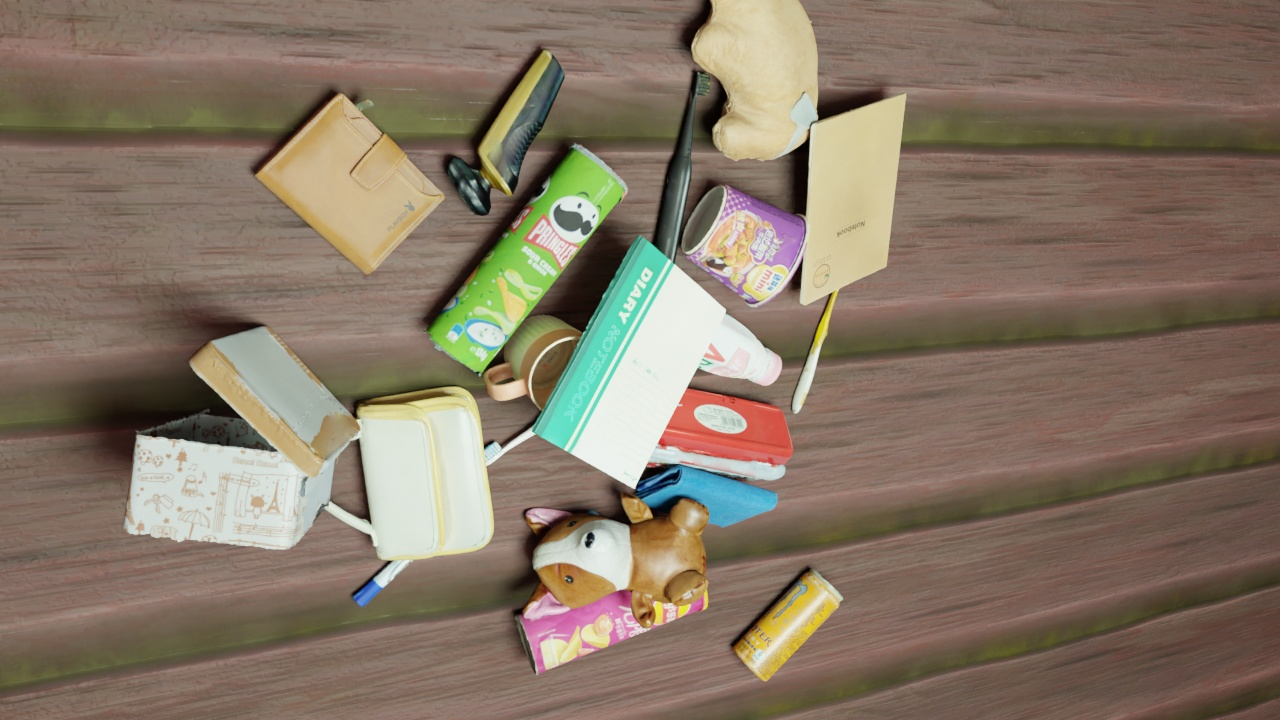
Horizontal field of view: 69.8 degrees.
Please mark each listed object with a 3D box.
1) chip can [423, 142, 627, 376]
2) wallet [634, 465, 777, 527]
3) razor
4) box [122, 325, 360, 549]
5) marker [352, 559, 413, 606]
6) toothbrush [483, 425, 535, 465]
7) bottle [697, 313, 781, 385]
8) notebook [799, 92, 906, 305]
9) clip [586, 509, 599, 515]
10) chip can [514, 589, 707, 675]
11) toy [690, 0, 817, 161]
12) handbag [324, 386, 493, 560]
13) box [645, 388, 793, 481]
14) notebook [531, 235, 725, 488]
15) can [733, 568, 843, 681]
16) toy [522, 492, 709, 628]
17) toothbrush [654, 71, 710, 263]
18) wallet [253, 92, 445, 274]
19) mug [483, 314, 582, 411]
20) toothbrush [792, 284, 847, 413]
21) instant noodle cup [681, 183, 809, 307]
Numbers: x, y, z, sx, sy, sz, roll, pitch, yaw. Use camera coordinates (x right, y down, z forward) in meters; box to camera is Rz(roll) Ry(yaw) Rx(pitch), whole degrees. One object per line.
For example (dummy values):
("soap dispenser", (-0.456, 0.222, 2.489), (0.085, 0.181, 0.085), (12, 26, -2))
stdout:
("chip can", (-0.110, -0.096, 0.889), (0.072, 0.072, 0.236), (39, 89, -28))
("wallet", (0.071, 0.155, 1.037), (0.133, 0.107, 0.040), (19, 61, -26))
("razor", (-0.124, -0.217, 0.862), (0.067, 0.062, 0.167), (30, 87, 3))
("box", (-0.319, 0.053, 0.770), (0.150, 0.182, 0.168), (6, 92, -9))
("marker", (-0.239, 0.200, 0.956), (0.145, 0.017, 0.017), (-43, 118, -6))
("toothbrush", (-0.073, 0.048, 0.977), (0.220, 0.027, 0.026), (-32, 96, -11))
("bottle", (0.072, -0.024, 0.996), (0.196, 0.068, 0.068), (25, 95, -30))
("notebook", (0.232, -0.175, 1.005), (0.147, 0.008, 0.208), (-25, 129, -30))
("clip", (-0.041, 0.190, 1.042), (0.056, 0.028, 0.024), (30, 90, -19))
("chip can", (-0.032, 0.285, 1.042), (0.210, 0.071, 0.071), (-16, 112, -18))
("toy", (0.114, -0.314, 0.915), (0.143, 0.083, 0.226), (-29, 113, -31))
("handbag", (-0.239, 0.118, 0.900), (0.178, 0.063, 0.163), (-8, 102, -15))
("box", (0.064, 0.097, 1.035), (0.201, 0.095, 0.100), (12, 137, -25))
("notebook", (-0.005, 0.005, 0.889), (0.150, 0.012, 0.209), (35, 79, -43))
("can", (0.186, 0.334, 1.160), (0.146, 0.058, 0.058), (-44, 118, -6))
("toy", (-0.026, 0.211, 0.978), (0.199, 0.140, 0.131), (0, 151, 4))
("toothbrush", (0.042, -0.191, 0.953), (0.027, 0.026, 0.213), (8, 102, -19))
("wallet", (-0.256, -0.163, 0.830), (0.119, 0.035, 0.130), (-44, 118, 1))
("mug", (-0.099, 0.008, 0.907), (0.114, 0.106, 0.082), (-20, 113, -17))
("toothbrush", (0.215, -0.026, 1.086), (0.018, 0.016, 0.191), (11, 101, -35))
("instant noodle cup", (0.104, -0.125, 0.959), (0.099, 0.111, 0.111), (25, 95, -20))
